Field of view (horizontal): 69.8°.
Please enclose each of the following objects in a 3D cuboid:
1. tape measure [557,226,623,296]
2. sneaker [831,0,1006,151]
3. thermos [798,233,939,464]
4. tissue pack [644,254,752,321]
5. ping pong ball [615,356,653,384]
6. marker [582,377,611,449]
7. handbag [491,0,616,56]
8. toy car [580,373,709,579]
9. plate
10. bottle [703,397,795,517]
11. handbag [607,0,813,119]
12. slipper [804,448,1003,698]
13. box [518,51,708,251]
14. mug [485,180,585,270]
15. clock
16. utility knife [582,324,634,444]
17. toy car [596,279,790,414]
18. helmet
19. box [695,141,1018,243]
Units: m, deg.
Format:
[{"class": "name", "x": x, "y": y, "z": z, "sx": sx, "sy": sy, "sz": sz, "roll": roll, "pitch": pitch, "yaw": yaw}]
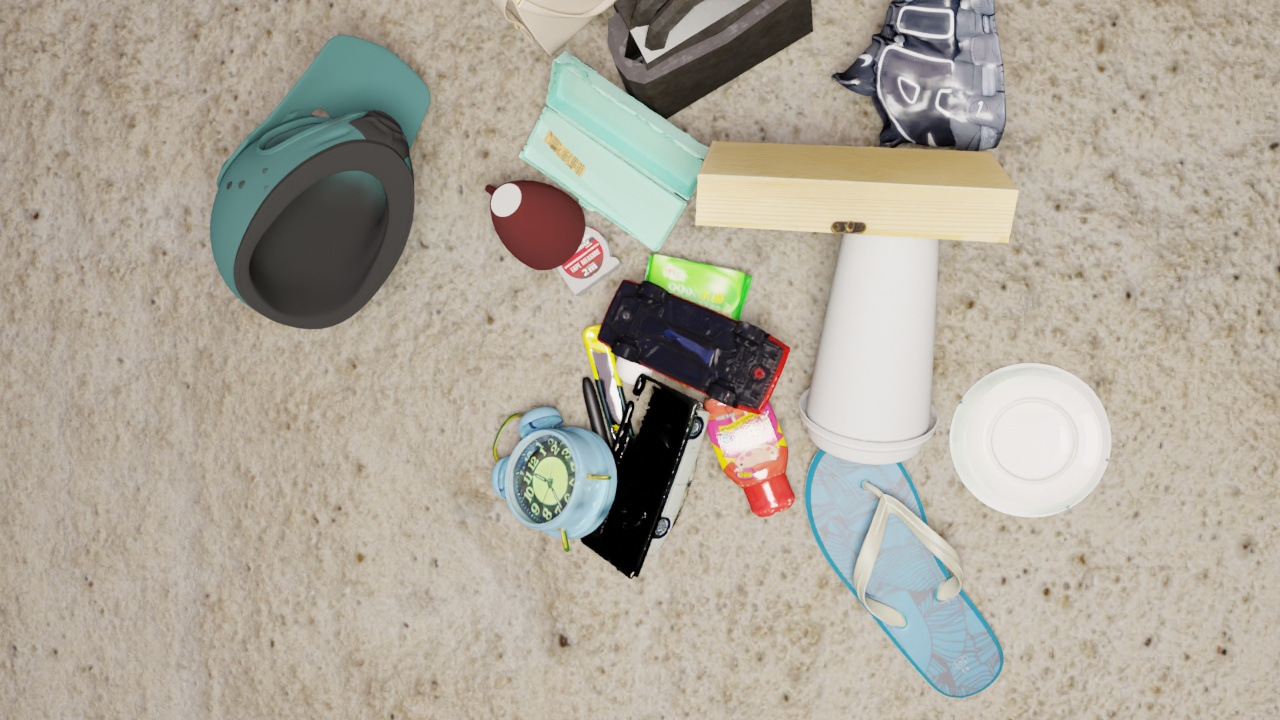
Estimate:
[{"class": "tape measure", "x": -0.059, "y": -0.109, "z": 0.980, "sx": 0.060, "sy": 0.020, "sz": 0.062, "roll": -35, "pitch": 85, "yaw": 7}, {"class": "sneaker", "x": 0.255, "y": -0.315, "z": 0.881, "sx": 0.151, "sy": 0.097, "sz": 0.252, "roll": -11, "pitch": 102, "yaw": 11}, {"class": "thermos", "x": 0.221, "y": -0.026, "z": 0.854, "sx": 0.131, "sy": 0.131, "sz": 0.222, "roll": 4, "pitch": 116, "yaw": 8}, {"class": "tissue pack", "x": 0.052, "y": -0.055, "z": 0.960, "sx": 0.114, "sy": 0.034, "sz": 0.099, "roll": 13, "pitch": 91, "yaw": 6}, {"class": "ping pong ball", "x": -0.006, "y": 0.006, "z": 0.964, "sx": 0.040, "sy": 0.040, "sz": 0.040, "roll": 0, "pitch": 91, "yaw": 8}, {"class": "marker", "x": -0.043, "y": 0.083, "z": 0.981, "sx": 0.015, "sy": 0.018, "sz": 0.134, "roll": -15, "pitch": 89, "yaw": 22}, {"class": "handbag", "x": -0.068, "y": -0.409, "z": 0.889, "sx": 0.195, "sy": 0.197, "sz": 0.101, "roll": -41, "pitch": 85, "yaw": 7}, {"class": "toy car", "x": 0.016, "y": 0.119, "z": 0.943, "sx": 0.094, "sy": 0.071, "sz": 0.192, "roll": 25, "pitch": 99, "yaw": 44}, {"class": "plate", "x": 0.392, "y": 0.081, "z": 0.922, "sx": 0.157, "sy": 0.014, "sz": 0.157, "roll": 0, "pitch": 90, "yaw": 8}, {"class": "bottle", "x": 0.115, "y": 0.093, "z": 0.944, "sx": 0.071, "sy": 0.048, "sz": 0.134, "roll": -22, "pitch": 88, "yaw": 5}, {"class": "handbag", "x": 0.057, "y": -0.336, "z": 0.872, "sx": 0.197, "sy": 0.199, "sz": 0.102, "roll": -29, "pitch": 87, "yaw": 6}, {"class": "slipper", "x": 0.261, "y": 0.211, "z": 0.921, "sx": 0.118, "sy": 0.060, "sz": 0.295, "roll": -33, "pitch": 86, "yaw": 10}, {"class": "box", "x": -0.027, "y": -0.214, "z": 0.950, "sx": 0.187, "sy": 0.052, "sz": 0.139, "roll": 37, "pitch": 138, "yaw": 5}, {"class": "mug", "x": -0.124, "y": -0.155, "z": 0.947, "sx": 0.114, "sy": 0.088, "sz": 0.087, "roll": 37, "pitch": 93, "yaw": 27}, {"class": "clock", "x": -0.096, "y": 0.116, "z": 0.956, "sx": 0.162, "sy": 0.060, "sz": 0.118, "roll": 33, "pitch": 99, "yaw": 37}, {"class": "utility knife", "x": -0.028, "y": 0.046, "z": 0.980, "sx": 0.029, "sy": 0.020, "sz": 0.172, "roll": -16, "pitch": 90, "yaw": 9}, {"class": "toy car", "x": 0.050, "y": -0.016, "z": 0.915, "sx": 0.189, "sy": 0.056, "sz": 0.081, "roll": 24, "pitch": 90, "yaw": 15}, {"class": "helmet", "x": -0.319, "y": -0.174, "z": 0.929, "sx": 0.176, "sy": 0.200, "sz": 0.275, "roll": 26, "pitch": 113, "yaw": -36}, {"class": "box", "x": 0.185, "y": -0.164, "z": 0.834, "sx": 0.247, "sy": 0.253, "sz": 0.068, "roll": 5, "pitch": 107, "yaw": 8}]
